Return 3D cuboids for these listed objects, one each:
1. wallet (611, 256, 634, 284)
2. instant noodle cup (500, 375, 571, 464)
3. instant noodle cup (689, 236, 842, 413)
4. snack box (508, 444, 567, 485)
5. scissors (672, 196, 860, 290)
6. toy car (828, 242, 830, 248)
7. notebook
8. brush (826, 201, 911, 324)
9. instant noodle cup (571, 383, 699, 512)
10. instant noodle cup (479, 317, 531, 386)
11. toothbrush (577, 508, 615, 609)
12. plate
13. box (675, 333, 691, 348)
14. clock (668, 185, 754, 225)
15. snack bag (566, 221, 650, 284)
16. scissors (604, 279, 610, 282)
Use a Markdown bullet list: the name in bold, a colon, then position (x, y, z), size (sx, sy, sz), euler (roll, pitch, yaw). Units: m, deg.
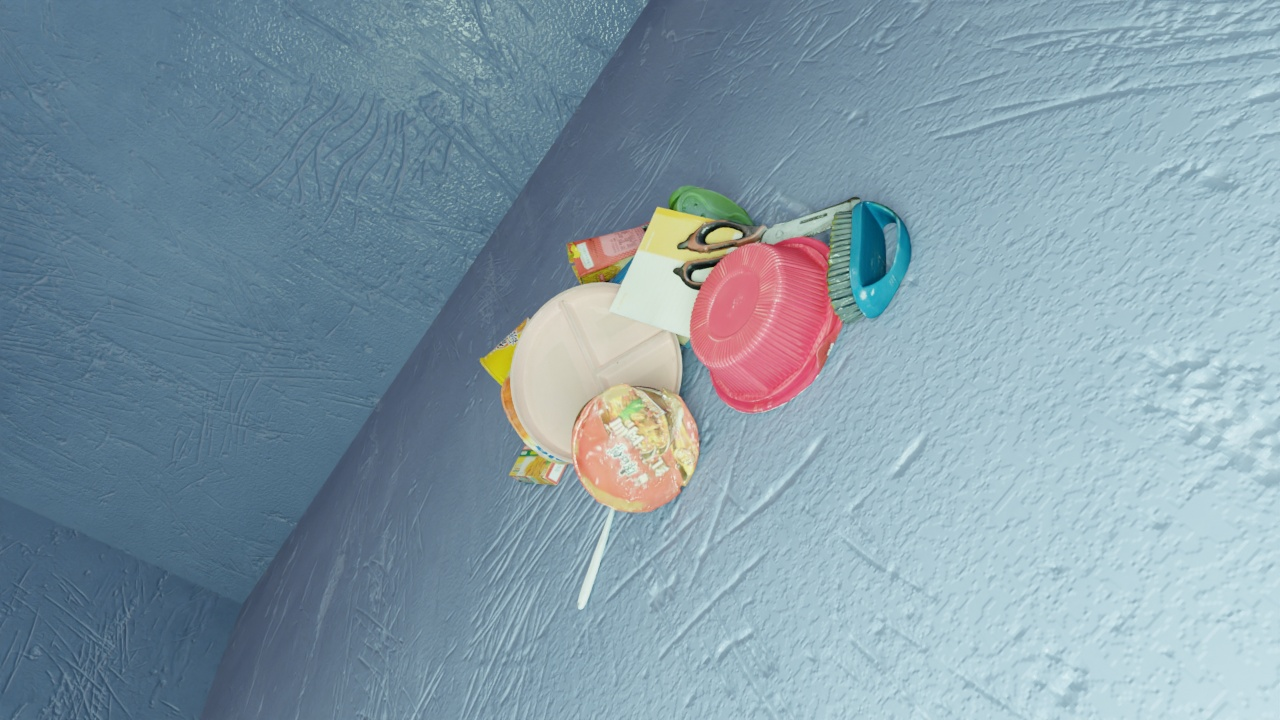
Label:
- **wallet**: position (0.005, -0.126, 1.230), size (0.133, 0.040, 0.106), euler (-44, 14, 30)
- **instant noodle cup**: position (-0.097, 0.049, 1.244), size (0.112, 0.151, 0.151), euler (-39, 26, 23)
- **instant noodle cup**: position (0.115, -0.047, 0.927), size (0.194, 0.065, 0.193), euler (-32, 46, 40)
- **snack box**: position (-0.145, 0.146, 1.370), size (0.156, 0.027, 0.077), euler (-12, 48, 63)
- **scissors**: position (0.139, -0.147, 1.023), size (0.209, 0.015, 0.182), euler (-50, 54, 5)
- **toy car**: position (0.185, -0.097, 0.952), size (0.049, 0.031, 0.106), euler (-64, 22, -11)
- **notebook**: position (0.072, -0.094, 1.059), size (0.206, 0.010, 0.145), euler (20, 83, 35)
- **brush**: position (0.215, -0.097, 0.852), size (0.074, 0.055, 0.143), euler (-21, 38, 33)
- **instant noodle cup**: position (-0.016, 0.091, 1.010), size (0.138, 0.138, 0.109), euler (-59, 11, -5)
- **instant noodle cup**: position (-0.181, 0.002, 1.531), size (0.110, 0.138, 0.138), euler (-49, 20, 1)
- **toothbrush**: position (-0.046, 0.204, 1.066), size (0.016, 0.016, 0.179), euler (-36, 29, 50)
- **plate**: position (-0.055, 0.017, 1.142), size (0.229, 0.229, 0.028), euler (-57, -22, 2)
- **box**: position (0.041, -0.076, 1.218), size (0.090, 0.063, 0.184), euler (-57, 22, 2)
- **clock**: position (0.088, -0.169, 1.169), size (0.056, 0.116, 0.160), euler (-53, 20, 43)
- **snack bag**: position (-0.004, -0.176, 1.360), size (0.207, 0.073, 0.128), euler (-23, 23, -6)
- **scissors**: position (-0.066, -0.074, 1.364), size (0.175, 0.019, 0.169), euler (-15, 51, 60)
